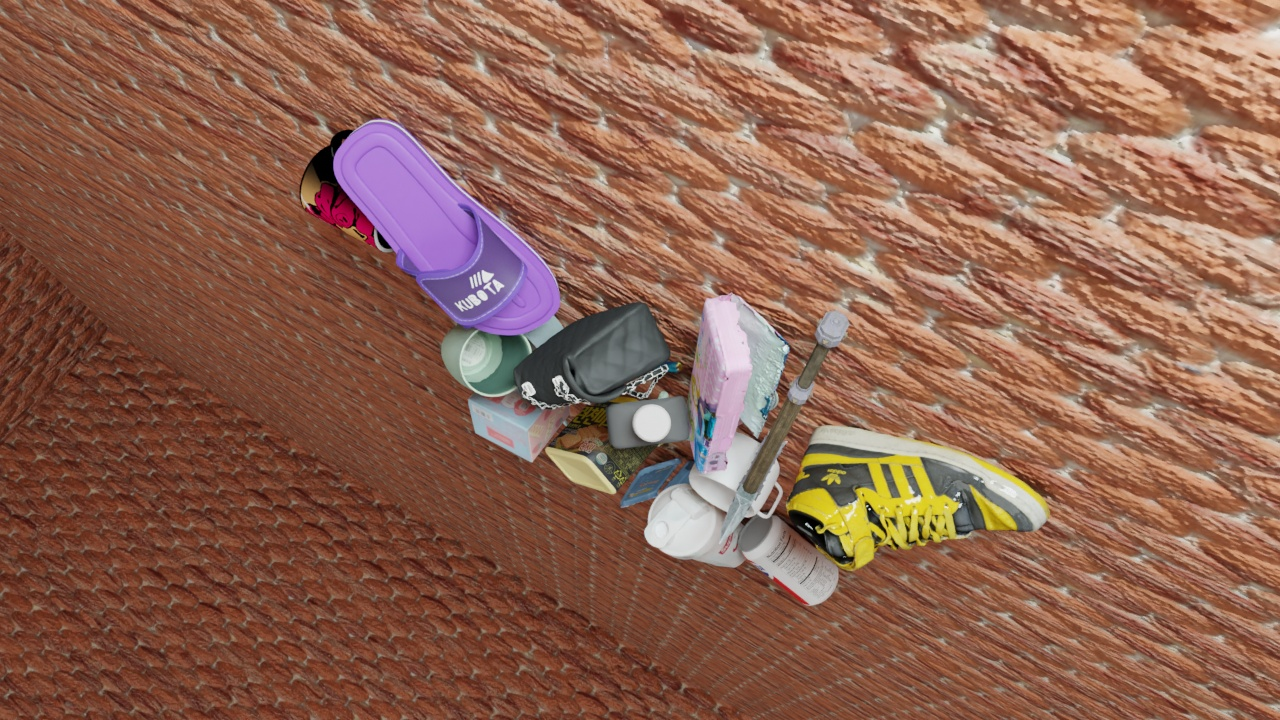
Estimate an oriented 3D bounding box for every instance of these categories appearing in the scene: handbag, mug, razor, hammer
[{"bbox_3d":[-0.049,0.017,0.957,0.154,0.124,0.115,-5,114,58],"label":"handbag"},{"bbox_3d":[0.119,0.138,1.081,0.115,0.068,0.094,39,157,-14],"label":"mug"},{"bbox_3d":[-0.006,0.006,1.043,0.042,0.022,0.144,3,177,-43],"label":"razor"},{"bbox_3d":[-0.185,-0.021,1.040,0.104,0.084,0.111,17,126,60],"label":"mug"},{"bbox_3d":[0.135,0.059,0.866,0.028,0.146,0.318,28,146,11],"label":"hammer"},{"bbox_3d":[-0.292,-0.185,0.961,0.098,0.081,0.118,27,135,13],"label":"mug"}]

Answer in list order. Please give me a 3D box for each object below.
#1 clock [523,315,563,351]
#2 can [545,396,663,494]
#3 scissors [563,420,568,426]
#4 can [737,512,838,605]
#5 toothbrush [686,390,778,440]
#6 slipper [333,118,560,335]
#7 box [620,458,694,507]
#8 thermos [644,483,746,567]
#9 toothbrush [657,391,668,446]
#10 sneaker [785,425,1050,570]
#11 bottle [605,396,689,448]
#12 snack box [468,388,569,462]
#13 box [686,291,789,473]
[{"bbox_3d":[-0.142,-0.030,1.111,0.123,0.045,0.159,3,142,50],"label":"clock"},{"bbox_3d":[-0.046,0.104,1.158,0.072,0.100,0.131,52,157,-21],"label":"can"},{"bbox_3d":[-0.132,0.027,1.224,0.177,0.013,0.170,-7,125,45],"label":"scissors"},{"bbox_3d":[0.199,0.267,1.232,0.132,0.070,0.070,40,156,-17],"label":"can"},{"bbox_3d":[0.093,0.066,1.023,0.026,0.027,0.223,4,164,-18],"label":"toothbrush"},{"bbox_3d":[-0.190,-0.112,0.900,0.266,0.107,0.084,48,-168,-24],"label":"slipper"},{"bbox_3d":[0.042,0.180,1.302,0.125,0.043,0.210,12,157,-5],"label":"box"},{"bbox_3d":[0.084,0.226,1.233,0.099,0.099,0.220,19,170,29],"label":"thermos"},{"bbox_3d":[0.023,0.073,1.141,0.022,0.015,0.155,59,164,21],"label":"toothbrush"},{"bbox_3d":[0.245,0.145,0.865,0.239,0.121,0.086,13,152,40],"label":"sneaker"},{"bbox_3d":[0.007,0.064,0.961,0.083,0.046,0.174,-7,177,-3],"label":"bottle"},{"bbox_3d":[-0.155,0.060,1.187,0.093,0.094,0.080,25,146,18],"label":"snack box"},{"bbox_3d":[0.090,0.026,0.889,0.071,0.084,0.231,-7,150,-6],"label":"box"}]
